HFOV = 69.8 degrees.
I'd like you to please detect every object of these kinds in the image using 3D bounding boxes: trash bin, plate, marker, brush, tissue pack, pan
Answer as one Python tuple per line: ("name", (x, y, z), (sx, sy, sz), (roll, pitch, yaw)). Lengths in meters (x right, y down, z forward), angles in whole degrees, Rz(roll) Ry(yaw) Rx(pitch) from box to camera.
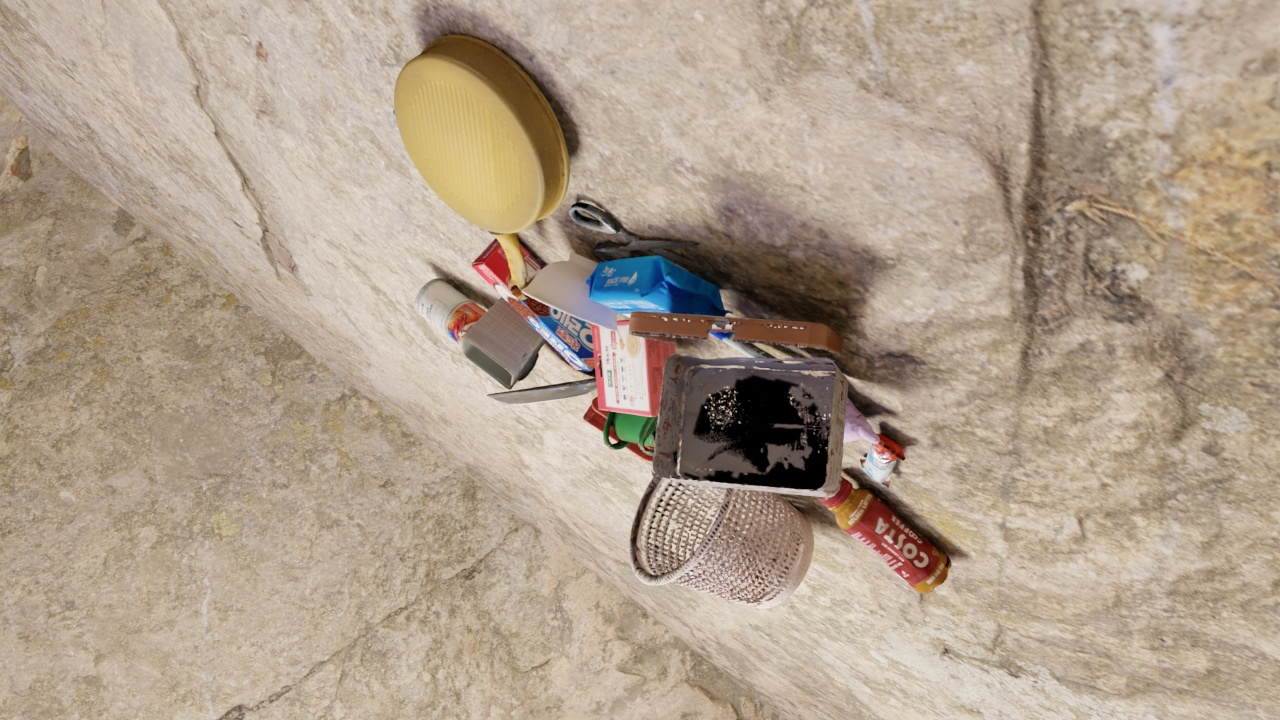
("trash bin", (0.125, 0.242, 1.280), (0.192, 0.227, 0.228), (32, 164, -22))
("plate", (-0.135, 0.048, 1.351), (0.180, 0.179, 0.024), (-10, 89, 64))
("marker", (0.127, -0.004, 0.965), (0.146, 0.016, 0.017), (34, 161, 26))
("brush", (-0.012, 0.103, 1.389), (0.146, 0.063, 0.069), (35, 173, 5))
("tissue pack", (0.018, -0.071, 0.946), (0.095, 0.052, 0.157), (25, 170, -32))
("pan", (-0.154, -0.174, 0.969), (0.198, 0.078, 0.358), (30, 143, 19))

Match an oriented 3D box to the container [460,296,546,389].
("container", (-0.181, -0.037, 1.292), (0.090, 0.114, 0.090), (37, 161, 2))

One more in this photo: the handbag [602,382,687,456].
("handbag", (0.011, 0.066, 1.184), (0.068, 0.120, 0.131), (41, 159, -28))

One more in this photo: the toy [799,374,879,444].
("toy", (0.200, 0.061, 0.972), (0.084, 0.038, 0.108), (56, 161, 2))

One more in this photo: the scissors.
("scissors", (-0.006, -0.122, 0.956), (0.170, 0.014, 0.160), (37, 160, -3))

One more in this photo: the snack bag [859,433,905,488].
("snack bag", (0.259, 0.107, 0.990), (0.048, 0.026, 0.104), (44, 163, 19))

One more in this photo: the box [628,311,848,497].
("box", (0.093, 0.039, 0.853), (0.183, 0.157, 0.192), (2, 171, 22))

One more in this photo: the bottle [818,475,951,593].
("bottle", (0.292, 0.206, 1.105), (0.175, 0.057, 0.058), (40, 160, -6))

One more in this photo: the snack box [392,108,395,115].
("snack box", (-0.198, -0.238, 1.008), (0.157, 0.026, 0.085), (44, 159, -15))

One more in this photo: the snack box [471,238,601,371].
("snack box", (-0.123, -0.073, 1.200), (0.207, 0.058, 0.057), (46, 162, -21))

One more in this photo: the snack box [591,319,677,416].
("snack box", (-0.007, 0.006, 1.106), (0.127, 0.044, 0.113), (3, 99, 59))

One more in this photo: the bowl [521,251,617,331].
("bowl", (-0.069, -0.085, 1.046), (0.118, 0.065, 0.118), (22, -175, -2))

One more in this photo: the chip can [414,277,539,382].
("chip can", (-0.256, -0.048, 1.431), (0.215, 0.071, 0.071), (34, 161, 25))
